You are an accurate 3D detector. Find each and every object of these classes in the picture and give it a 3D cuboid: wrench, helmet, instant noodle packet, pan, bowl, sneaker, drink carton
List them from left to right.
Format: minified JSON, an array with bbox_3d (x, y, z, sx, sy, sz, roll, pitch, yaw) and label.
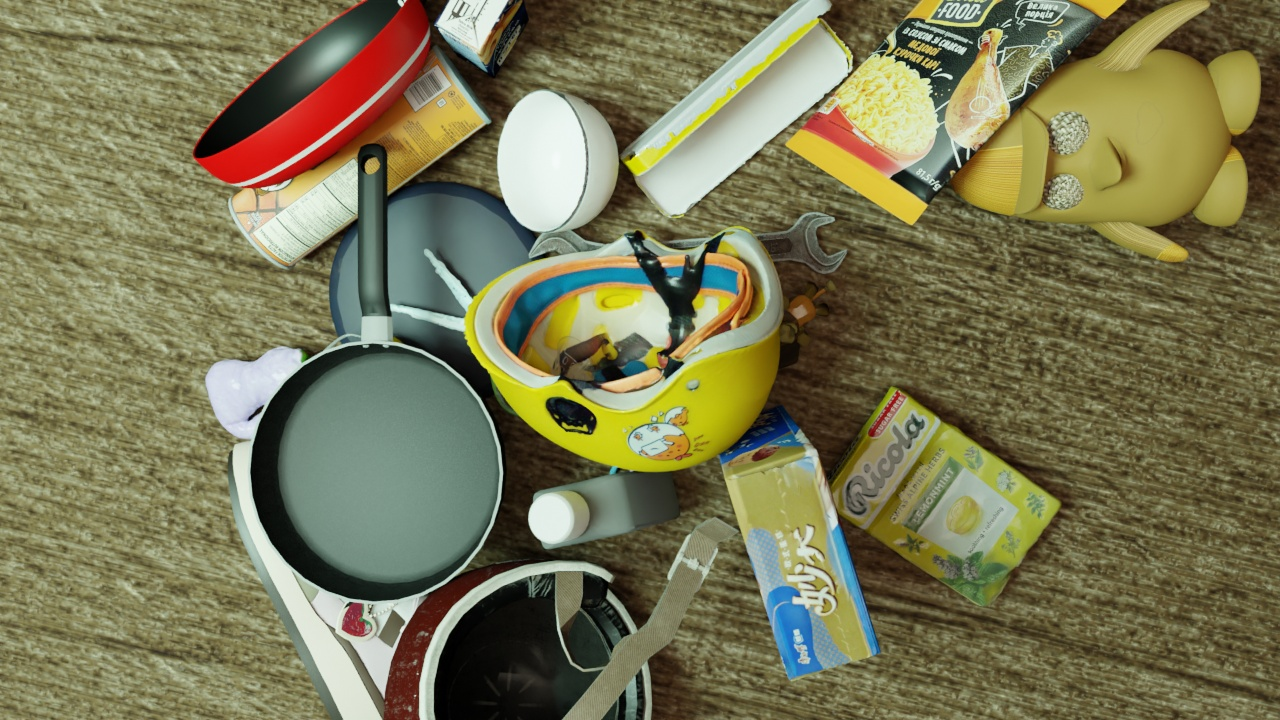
[{"bbox_3d":[-0.256,0.191,0.806,0.116,0.112,0.294,-25,94,-18],"label":"sneaker"},{"bbox_3d":[-0.208,-0.267,0.732,0.355,0.209,0.067,-50,126,-18],"label":"pan"},{"bbox_3d":[-0.205,0.011,0.726,0.204,0.044,0.355,0,90,6],"label":"pan"},{"bbox_3d":[-0.123,-0.269,0.729,0.040,0.130,0.064,32,96,-8],"label":"drink carton"},{"bbox_3d":[-0.099,-0.043,0.807,0.356,0.021,0.199,11,96,0],"label":"pan"},{"bbox_3d":[-0.080,0.257,0.726,0.233,0.254,0.233,9,65,-17],"label":"helmet"},{"bbox_3d":[-0.060,-0.163,0.759,0.114,0.063,0.113,10,104,43],"label":"bowl"},{"bbox_3d":[-0.004,0.004,0.715,0.240,0.208,0.140,-2,128,17],"label":"helmet"},{"bbox_3d":[0.042,-0.091,0.792,0.273,0.010,0.070,-6,95,-2],"label":"wrench"},{"bbox_3d":[0.237,-0.223,0.725,0.221,0.160,0.032,-47,135,6],"label":"instant noodle packet"}]

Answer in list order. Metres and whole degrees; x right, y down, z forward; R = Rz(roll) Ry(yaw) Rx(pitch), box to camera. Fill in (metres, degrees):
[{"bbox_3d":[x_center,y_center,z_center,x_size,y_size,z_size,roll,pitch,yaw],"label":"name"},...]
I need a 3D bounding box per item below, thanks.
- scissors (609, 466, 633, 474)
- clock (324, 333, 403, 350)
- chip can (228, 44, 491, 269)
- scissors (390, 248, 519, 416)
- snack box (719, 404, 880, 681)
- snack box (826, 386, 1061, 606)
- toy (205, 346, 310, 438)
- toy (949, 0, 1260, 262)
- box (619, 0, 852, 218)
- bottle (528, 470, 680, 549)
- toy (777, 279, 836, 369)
[{"bbox_3d":[0.005,0.061,0.814,0.136,0.015,0.135,-15,106,4],"label":"scissors"},{"bbox_3d":[-0.216,0.045,0.790,0.114,0.052,0.152,-41,100,15],"label":"clock"},{"bbox_3d":[-0.234,-0.169,0.770,0.215,0.075,0.075,-35,94,5],"label":"chip can"},{"bbox_3d":[-0.135,-0.019,0.791,0.170,0.028,0.139,17,100,0],"label":"scissors"},{"bbox_3d":[0.115,0.131,0.726,0.069,0.202,0.155,-17,95,4],"label":"snack box"},{"bbox_3d":[0.261,0.122,0.799,0.181,0.045,0.121,34,97,-1],"label":"snack box"},{"bbox_3d":[-0.334,0.030,0.816,0.100,0.036,0.080,-7,106,8],"label":"toy"},{"bbox_3d":[0.347,-0.168,0.716,0.203,0.162,0.199,-2,111,13],"label":"toy"},{"bbox_3d":[0.080,-0.212,0.754,0.209,0.080,0.079,-40,91,4],"label":"box"},{"bbox_3d":[-0.036,0.118,0.732,0.084,0.173,0.046,-15,81,18],"label":"bottle"},{"bbox_3d":[0.125,-0.035,0.781,0.100,0.062,0.076,-33,113,0],"label":"toy"}]
